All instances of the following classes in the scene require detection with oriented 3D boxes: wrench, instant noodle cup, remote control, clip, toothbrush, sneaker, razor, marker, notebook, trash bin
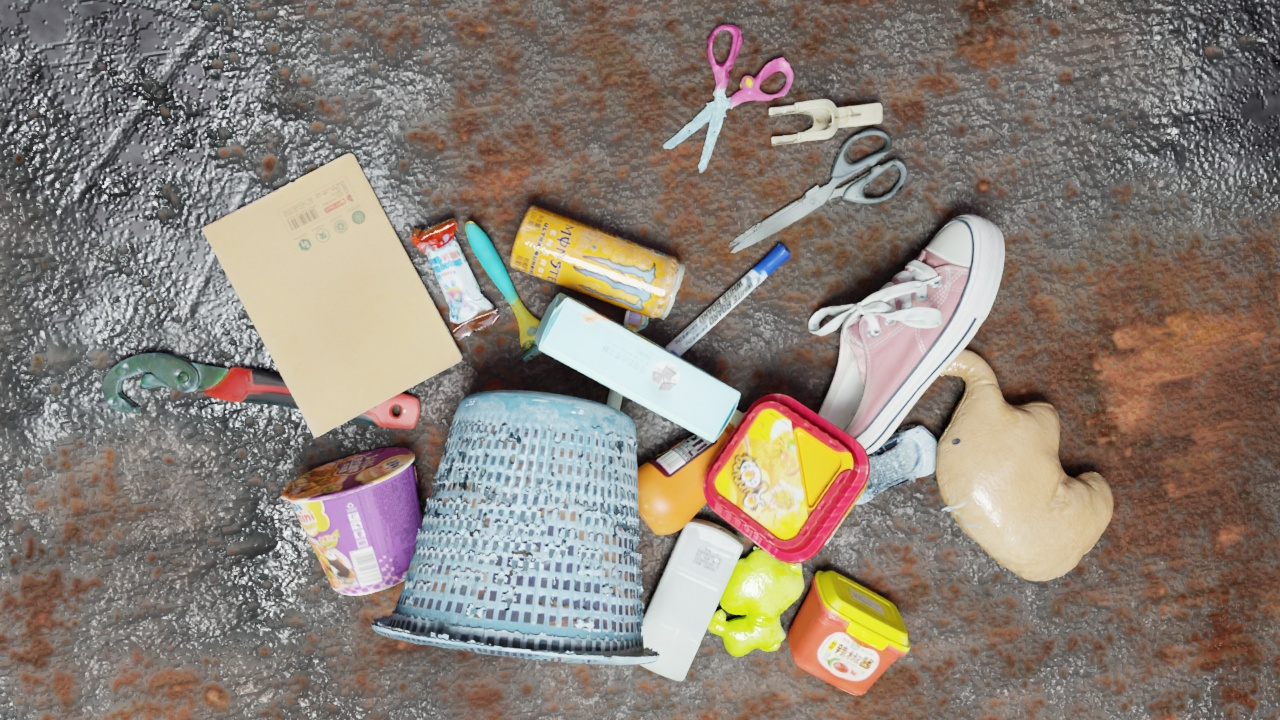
[{"bbox_3d":[-0.333,0.030,0.813,0.273,0.016,0.056,5,94,-4],"label":"wrench"},{"bbox_3d":[-0.236,0.139,0.789,0.111,0.111,0.099,-14,105,-3],"label":"instant noodle cup"},{"bbox_3d":[0.041,0.219,0.843,0.058,0.021,0.150,24,99,4],"label":"remote control"},{"bbox_3d":[0.165,-0.210,0.801,0.102,0.095,0.035,-4,101,6],"label":"clip"},{"bbox_3d":[-0.024,0.048,0.833,0.029,0.020,0.189,9,95,-43],"label":"toothbrush"},{"bbox_3d":[0.222,-0.031,0.804,0.087,0.118,0.241,29,98,-26],"label":"sneaker"},{"bbox_3d":[-0.118,-0.064,0.813,0.043,0.028,0.132,-31,99,-2],"label":"razor"},{"bbox_3d":[0.078,-0.052,0.833,0.146,0.017,0.017,-42,96,0],"label":"marker"},{"bbox_3d":[-0.269,-0.058,0.804,0.148,0.008,0.207,-28,92,-3],"label":"notebook"},{"bbox_3d":[-0.086,0.133,0.748,0.226,0.227,0.195,8,76,-5],"label":"trash bin"},{"bbox_3d":[0.134,0.105,0.787,0.116,0.123,0.116,35,92,28],"label":"instant noodle cup"}]

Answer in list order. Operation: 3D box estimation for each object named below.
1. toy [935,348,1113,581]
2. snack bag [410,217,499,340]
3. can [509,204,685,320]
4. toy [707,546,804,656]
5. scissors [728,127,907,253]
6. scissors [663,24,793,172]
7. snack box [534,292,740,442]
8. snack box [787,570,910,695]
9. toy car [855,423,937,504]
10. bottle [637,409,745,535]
[{"bbox_3d":[0.331,0.095,0.835,0.143,0.083,0.226,-39,94,-20],"label":"toy"},{"bbox_3d":[-0.164,-0.074,0.811,0.045,0.026,0.105,-24,98,-4],"label":"snack bag"},{"bbox_3d":[-0.038,-0.085,0.802,0.146,0.058,0.058,20,93,-5],"label":"can"},{"bbox_3d":[0.106,0.224,0.851,0.097,0.031,0.100,-10,95,1],"label":"toy"},{"bbox_3d":[0.154,-0.155,0.834,0.175,0.014,0.133,3,96,-1],"label":"scissors"},{"bbox_3d":[0.068,-0.238,0.819,0.135,0.017,0.108,-37,99,3],"label":"scissors"},{"bbox_3d":[-0.005,0.005,0.783,0.175,0.074,0.051,28,91,-12],"label":"snack box"},{"bbox_3d":[0.186,0.250,0.839,0.091,0.082,0.080,28,106,-5],"label":"snack box"},{"bbox_3d":[0.229,0.096,0.849,0.105,0.031,0.049,-24,98,-3],"label":"toy car"},{"bbox_3d":[0.057,0.091,0.824,0.149,0.067,0.067,-38,96,-8],"label":"bottle"}]
